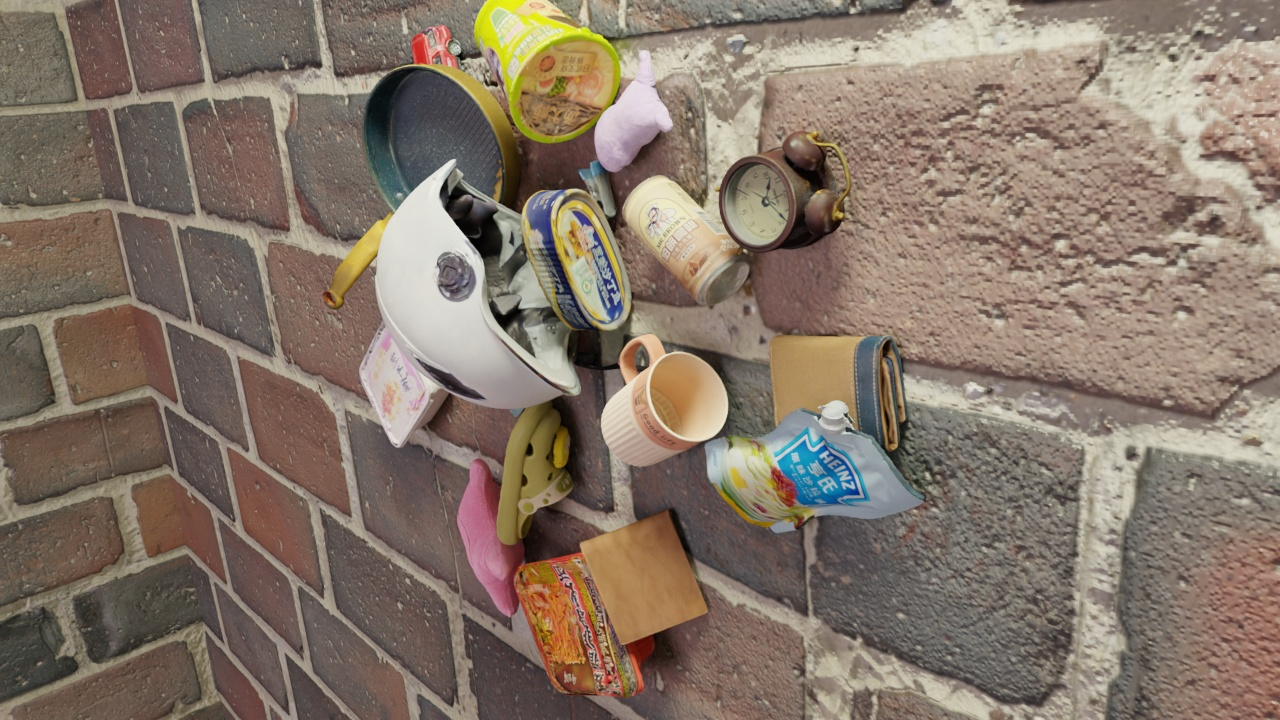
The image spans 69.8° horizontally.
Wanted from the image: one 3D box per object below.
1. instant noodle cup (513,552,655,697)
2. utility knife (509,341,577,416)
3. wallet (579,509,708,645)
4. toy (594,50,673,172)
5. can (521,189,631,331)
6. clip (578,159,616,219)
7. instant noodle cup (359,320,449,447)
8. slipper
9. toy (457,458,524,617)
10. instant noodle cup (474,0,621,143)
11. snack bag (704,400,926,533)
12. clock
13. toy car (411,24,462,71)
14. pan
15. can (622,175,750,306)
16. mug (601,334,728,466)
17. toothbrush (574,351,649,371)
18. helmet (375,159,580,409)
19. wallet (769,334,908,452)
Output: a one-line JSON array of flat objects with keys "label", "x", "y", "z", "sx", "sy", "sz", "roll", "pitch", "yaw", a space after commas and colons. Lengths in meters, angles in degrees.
[{"label": "instant noodle cup", "x": -0.059, "y": 0.296, "z": 1.050, "sx": 0.189, "sy": 0.078, "sz": 0.164, "roll": -23, "pitch": 86, "yaw": 49}, {"label": "utility knife", "x": -0.115, "y": 0.020, "z": 1.055, "sx": 0.189, "sy": 0.020, "sz": 0.031, "roll": -42, "pitch": 53, "yaw": 42}, {"label": "wallet", "x": 0.004, "y": 0.224, "z": 0.949, "sx": 0.020, "sy": 0.101, "sz": 0.115, "roll": -12, "pitch": -99, "yaw": -84}, {"label": "toy", "x": -0.012, "y": -0.217, "z": 0.832, "sx": 0.108, "sy": 0.038, "sz": 0.083, "roll": -38, "pitch": 61, "yaw": 54}, {"label": "can", "x": -0.061, "y": -0.096, "z": 0.893, "sx": 0.049, "sy": 0.074, "sz": 0.148, "roll": 6, "pitch": 126, "yaw": 46}, {"label": "clip", "x": -0.039, "y": -0.165, "z": 0.896, "sx": 0.045, "sy": 0.027, "sz": 0.058, "roll": -17, "pitch": 94, "yaw": 43}, {"label": "instant noodle cup", "x": -0.318, "y": 0.025, "z": 1.263, "sx": 0.138, "sy": 0.060, "sz": 0.174, "roll": 60, "pitch": 138, "yaw": 15}, {"label": "slipper", "x": -0.116, "y": 0.133, "z": 1.065, "sx": 0.081, "sy": 0.091, "sz": 0.191, "roll": 15, "pitch": 112, "yaw": 2}, {"label": "toy", "x": -0.190, "y": 0.231, "z": 1.175, "sx": 0.179, "sy": 0.074, "sz": 0.194, "roll": 113, "pitch": 142, "yaw": -66}, {"label": "instant noodle cup", "x": -0.097, "y": -0.286, "z": 0.859, "sx": 0.123, "sy": 0.111, "sz": 0.112, "roll": 54, "pitch": 138, "yaw": 31}, {"label": "snack bag", "x": 0.133, "y": 0.093, "z": 0.756, "sx": 0.110, "sy": 0.038, "sz": 0.191, "roll": 57, "pitch": 147, "yaw": -4}, {"label": "clock", "x": 0.114, "y": -0.128, "z": 0.706, "sx": 0.122, "sy": 0.055, "sz": 0.082, "roll": -18, "pitch": 90, "yaw": 49}, {"label": "toy car", "x": -0.225, "y": -0.315, "z": 1.039, "sx": 0.053, "sy": 0.045, "sz": 0.120, "roll": -6, "pitch": 102, "yaw": 52}, {"label": "pan", "x": -0.276, "y": -0.179, "z": 1.060, "sx": 0.197, "sy": 0.078, "sz": 0.359, "roll": 47, "pitch": 129, "yaw": 2}, {"label": "can", "x": 0.039, "y": -0.104, "z": 0.799, "sx": 0.116, "sy": 0.058, "sz": 0.059, "roll": 49, "pitch": 136, "yaw": 25}, {"label": "mug", "x": 0.013, "y": 0.035, "z": 0.858, "sx": 0.106, "sy": 0.081, "sz": 0.114, "roll": -37, "pitch": 74, "yaw": 56}, {"label": "toothbrush", "x": -0.006, "y": 0.005, "z": 0.930, "sx": 0.189, "sy": 0.014, "sz": 0.018, "roll": 6, "pitch": 88, "yaw": 47}, {"label": "helmet", "x": -0.172, "y": -0.054, "z": 0.909, "sx": 0.146, "sy": 0.229, "sz": 0.258, "roll": -26, "pitch": 75, "yaw": 13}, {"label": "wallet", "x": 0.155, "y": 0.023, "z": 0.736, "sx": 0.115, "sy": 0.033, "sz": 0.090, "roll": 3, "pitch": 104, "yaw": 50}]
